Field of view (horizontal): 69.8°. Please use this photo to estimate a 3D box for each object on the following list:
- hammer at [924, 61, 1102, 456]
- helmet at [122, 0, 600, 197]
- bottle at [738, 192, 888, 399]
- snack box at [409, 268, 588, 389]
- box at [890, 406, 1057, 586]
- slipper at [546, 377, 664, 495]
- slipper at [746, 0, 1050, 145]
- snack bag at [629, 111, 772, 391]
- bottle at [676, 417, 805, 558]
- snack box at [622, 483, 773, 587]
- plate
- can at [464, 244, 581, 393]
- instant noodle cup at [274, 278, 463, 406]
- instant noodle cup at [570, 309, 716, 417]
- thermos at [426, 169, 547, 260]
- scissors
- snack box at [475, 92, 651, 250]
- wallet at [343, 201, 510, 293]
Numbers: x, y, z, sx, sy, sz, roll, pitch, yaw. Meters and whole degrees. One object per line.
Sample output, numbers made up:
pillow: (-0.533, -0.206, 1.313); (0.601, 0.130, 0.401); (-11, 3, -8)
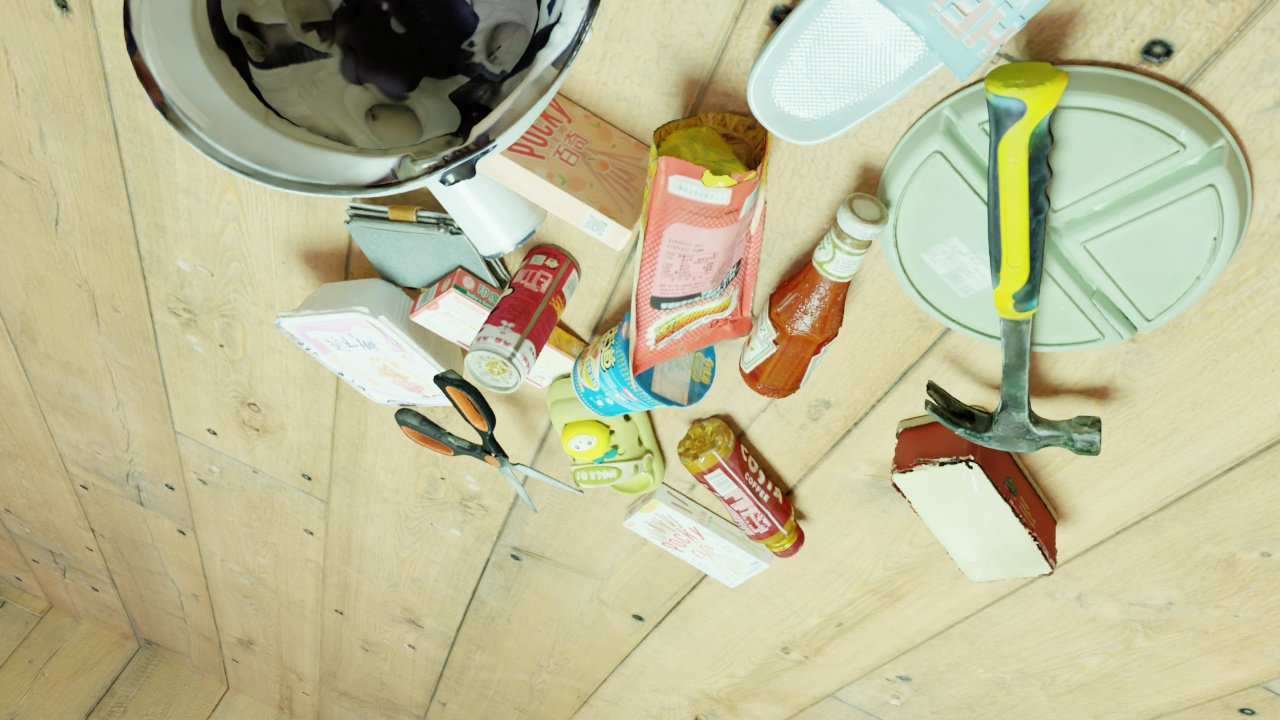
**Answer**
hammer: (0.251, -0.048, 0.620); (0.126, 0.031, 0.324); (2, 137, 24)
helmet: (-0.157, -0.207, 0.555); (0.229, 0.258, 0.146); (48, 175, -5)
bottle: (0.131, -0.045, 0.702); (0.060, 0.059, 0.207); (23, 143, 2)
snack box: (-0.130, -0.025, 0.861); (0.155, 0.027, 0.077); (32, 143, -31)
box: (0.292, 0.128, 0.804); (0.092, 0.077, 0.168); (-19, 124, 40)
slipper: (-0.031, 0.093, 0.922); (0.092, 0.081, 0.191); (-9, 138, 19)
slipper: (0.149, -0.196, 0.515); (0.104, 0.074, 0.246); (39, 140, -16)
snack bag: (0.044, -0.075, 0.684); (0.073, 0.128, 0.208); (45, 149, 33)
bottle: (0.106, 0.133, 0.922); (0.058, 0.057, 0.175); (-15, 127, 39)
snack box: (0.065, 0.201, 1.045); (0.157, 0.026, 0.085); (31, 141, -9)
plate: (0.272, -0.087, 0.612); (0.230, 0.027, 0.231); (15, 140, 13)
can: (-0.098, -0.037, 0.775); (0.053, 0.132, 0.053); (14, 140, 12)
instant noodle cup: (-0.256, -0.019, 0.914); (0.138, 0.060, 0.173); (-2, 146, 29)
instant noodle cup: (-0.005, 0.005, 0.814); (0.099, 0.099, 0.110); (40, 147, -19)
thermos: (-0.158, -0.183, 0.694); (0.073, 0.073, 0.224); (-10, 131, 35)
scissors: (-0.158, 0.082, 0.926); (0.230, 0.021, 0.221); (20, 147, 19)
snack box: (-0.063, -0.152, 0.666); (0.157, 0.084, 0.026); (30, 144, -7)
wallet: (-0.192, -0.103, 0.827); (0.130, 0.036, 0.107); (8, 149, 20)
